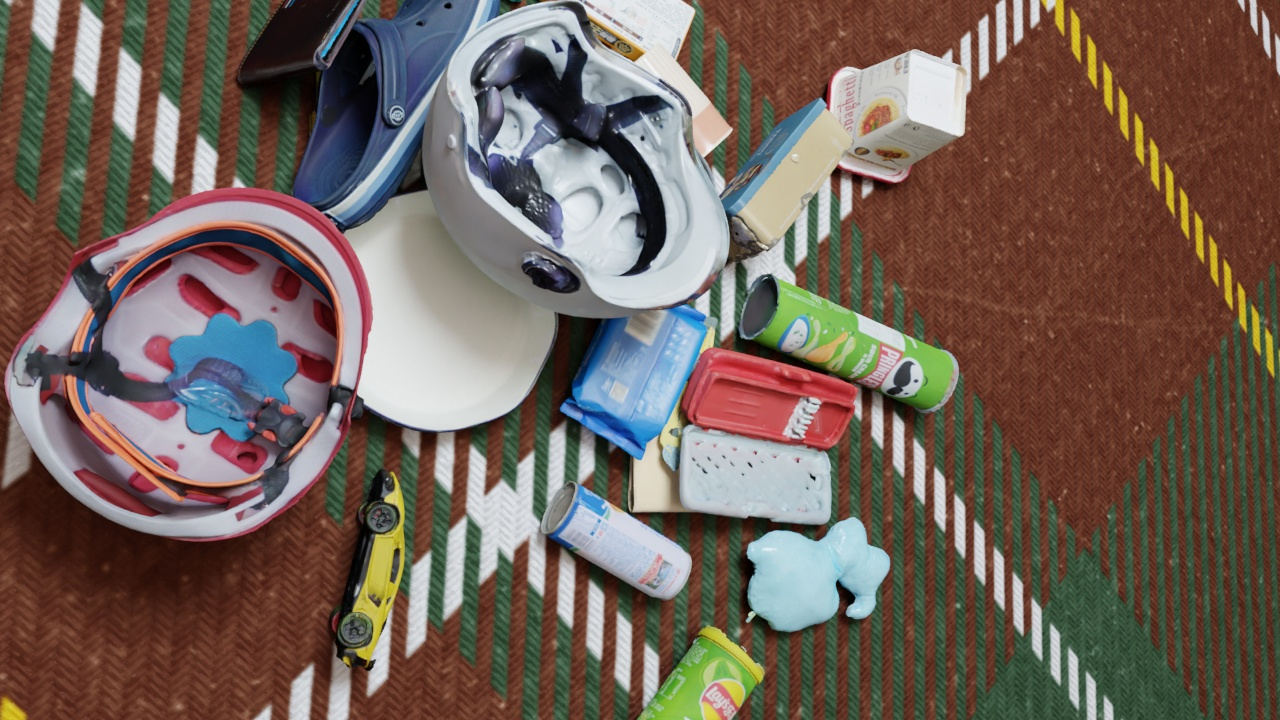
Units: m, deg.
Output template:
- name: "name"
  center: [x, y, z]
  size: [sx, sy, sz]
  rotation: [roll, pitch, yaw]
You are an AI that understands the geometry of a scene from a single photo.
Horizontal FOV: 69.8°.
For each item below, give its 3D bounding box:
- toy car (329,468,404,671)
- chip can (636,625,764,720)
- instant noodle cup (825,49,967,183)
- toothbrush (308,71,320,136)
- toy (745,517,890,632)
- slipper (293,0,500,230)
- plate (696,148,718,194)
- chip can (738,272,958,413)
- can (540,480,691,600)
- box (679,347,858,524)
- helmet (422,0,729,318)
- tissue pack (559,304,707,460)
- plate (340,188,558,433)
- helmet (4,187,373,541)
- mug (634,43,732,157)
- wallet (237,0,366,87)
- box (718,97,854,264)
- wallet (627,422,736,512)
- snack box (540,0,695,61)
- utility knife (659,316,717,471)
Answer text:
- name: "toy car"
  center: [-0.211, 0.164, 0.724]
  size: [0.041, 0.071, 0.155]
  rotation: [14, 78, -22]
- name: "chip can"
  center: [0.019, 0.345, 0.815]
  size: [0.072, 0.073, 0.220]
  rotation: [48, 68, -13]
- name: "instant noodle cup"
  center: [0.270, -0.261, 0.968]
  size: [0.116, 0.124, 0.116]
  rotation: [9, 80, -24]
- name: "toothbrush"
  center: [-0.268, -0.278, 0.773]
  size: [0.015, 0.017, 0.190]
  rotation: [2, 84, -26]
- name: "toy"
  center: [0.171, 0.217, 0.913]
  size: [0.156, 0.050, 0.161]
  rotation: [-45, 109, -17]
- name: "slipper"
  center: [-0.210, -0.225, 0.734]
  size: [0.095, 0.105, 0.252]
  rotation: [43, 69, -52]
- name: "plate"
  center: [-0.018, -0.132, 0.835]
  size: [0.179, 0.024, 0.179]
  rotation: [-1, 82, 10]
- name: "chip can"
  center: [0.215, -0.016, 0.946]
  size: [0.236, 0.072, 0.072]
  rotation: [21, 76, -22]
- name: "can"
  center: [-0.020, 0.164, 0.825]
  size: [0.134, 0.053, 0.053]
  rotation: [34, 71, -19]
- name: "box"
  center: [0.122, 0.077, 0.890]
  size: [0.200, 0.059, 0.161]
  rotation: [13, 89, -35]
- name: "helmet"
  center: [-0.065, -0.135, 0.736]
  size: [0.258, 0.146, 0.228]
  rotation: [40, 52, -22]
- name: "tissue pack"
  center: [-0.005, 0.005, 0.847]
  size: [0.095, 0.052, 0.157]
  rotation: [29, 70, -12]
- name: "plate"
  center: [-0.173, -0.041, 0.779]
  size: [0.204, 0.046, 0.204]
  rotation: [3, 84, -24]
- name: "helmet"
  center: [-0.300, 0.006, 0.657]
  size: [0.207, 0.144, 0.239]
  rotation: [31, 70, -9]
- name: "mug"
  center: [0.011, -0.223, 0.871]
  size: [0.114, 0.081, 0.106]
  rotation: [-40, 101, 2]
- name: "wallet"
  center: [-0.261, -0.259, 0.720]
  size: [0.020, 0.122, 0.096]
  rotation: [39, 67, -45]
- name: "box"
  center: [0.138, -0.182, 0.918]
  size: [0.062, 0.090, 0.184]
  rotation: [42, 67, -15]
- name: "wallet"
  center: [0.044, 0.102, 0.879]
  size: [0.115, 0.024, 0.087]
  rotation: [4, 80, -23]
- name: "snack box"
  center: [-0.024, -0.347, 0.891]
  size: [0.153, 0.026, 0.075]
  rotation: [27, 73, -21]
- name: "utility knife"
  center: [0.045, 0.027, 0.881]
  size: [0.031, 0.018, 0.166]
  rotation: [20, 70, -9]
